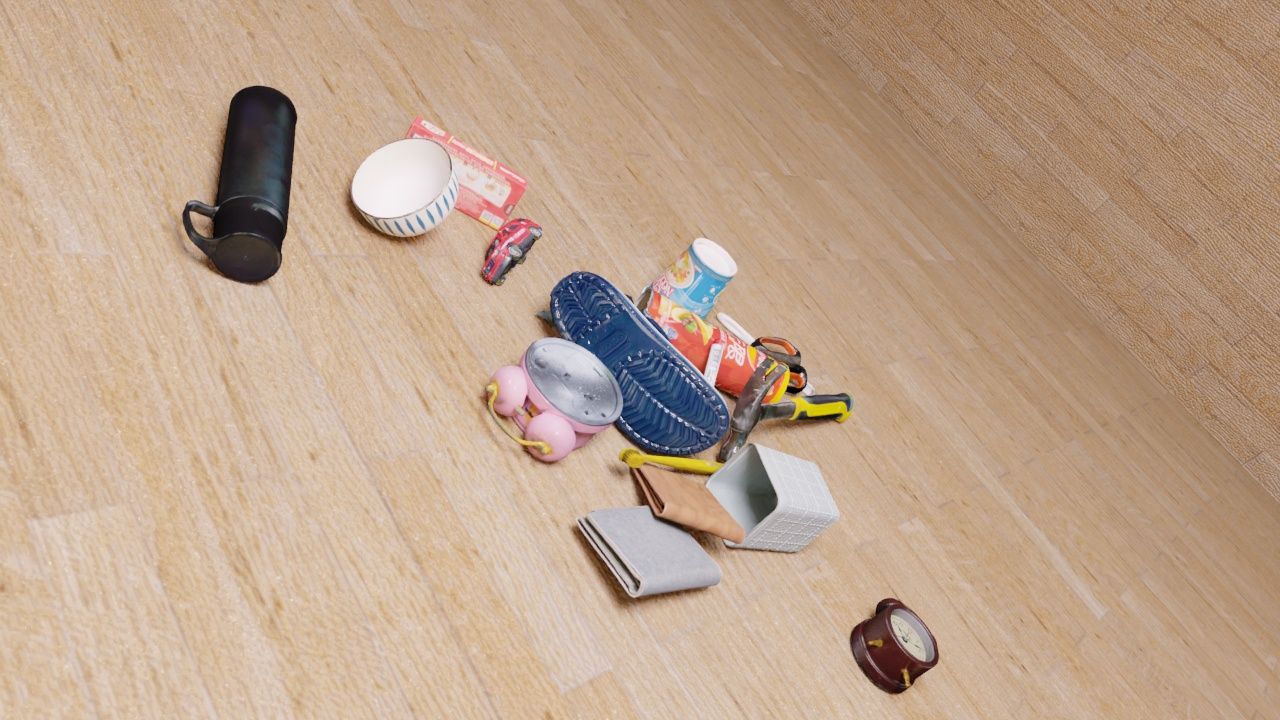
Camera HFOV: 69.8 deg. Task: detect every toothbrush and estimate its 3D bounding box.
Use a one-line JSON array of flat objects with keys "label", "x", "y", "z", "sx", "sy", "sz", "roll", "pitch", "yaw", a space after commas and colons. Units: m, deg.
[{"label": "toothbrush", "x": 0.181, "y": -0.010, "z": 1.319, "sx": 0.180, "sy": 0.016, "sz": 0.016, "roll": 40, "pitch": 25, "yaw": -1}, {"label": "toothbrush", "x": 0.044, "y": 0.114, "z": 0.997, "sx": 0.189, "sy": 0.016, "sz": 0.016, "roll": 15, "pitch": 17, "yaw": -49}]

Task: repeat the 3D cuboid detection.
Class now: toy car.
[{"label": "toy car", "x": -0.157, "y": -0.133, "z": 1.095, "sx": 0.045, "sy": 0.053, "sz": 0.120, "roll": 34, "pitch": 30, "yaw": -6}]

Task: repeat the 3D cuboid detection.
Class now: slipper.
[{"label": "slipper", "x": -0.006, "y": 0.006, "z": 1.042, "sx": 0.253, "sy": 0.105, "sz": 0.095, "roll": 47, "pitch": 11, "yaw": 6}]

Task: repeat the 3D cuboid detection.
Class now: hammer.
[{"label": "hammer", "x": 0.204, "y": 0.060, "z": 1.180, "sx": 0.032, "sy": 0.126, "sz": 0.322, "roll": 25, "pitch": 14, "yaw": 32}]

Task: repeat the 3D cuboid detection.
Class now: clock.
[{"label": "clock", "x": -0.092, "y": 0.043, "z": 0.938, "sx": 0.117, "sy": 0.060, "sz": 0.158, "roll": 48, "pitch": 31, "yaw": 11}, {"label": "clock", "x": 0.280, "y": 0.305, "z": 0.996, "sx": 0.082, "sy": 0.055, "sz": 0.121, "roll": 48, "pitch": 31, "yaw": 13}]

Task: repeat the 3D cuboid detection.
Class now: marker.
[{"label": "marker", "x": 0.079, "y": 0.037, "z": 1.098, "sx": 0.017, "sy": 0.017, "sz": 0.145, "roll": 27, "pitch": 60, "yaw": -19}]

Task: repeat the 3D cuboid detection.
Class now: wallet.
[{"label": "wallet", "x": 0.046, "y": 0.144, "z": 0.956, "sx": 0.101, "sy": 0.020, "sz": 0.115, "roll": 24, "pitch": 12, "yaw": -26}, {"label": "wallet", "x": 0.007, "y": 0.182, "z": 0.882, "sx": 0.129, "sy": 0.037, "sz": 0.106, "roll": 9, "pitch": 30, "yaw": -52}]

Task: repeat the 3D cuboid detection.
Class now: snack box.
[{"label": "snack box", "x": -0.221, "y": -0.226, "z": 1.119, "sx": 0.153, "sy": 0.075, "sz": 0.025, "roll": 28, "pitch": 35, "yaw": -18}]

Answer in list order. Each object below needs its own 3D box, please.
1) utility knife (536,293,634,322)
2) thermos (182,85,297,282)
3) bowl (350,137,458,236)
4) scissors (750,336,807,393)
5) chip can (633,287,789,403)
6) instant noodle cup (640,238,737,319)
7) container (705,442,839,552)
[{"label": "utility knife", "x": -0.065, "y": -0.063, "z": 1.135, "sx": 0.033, "sy": 0.015, "sz": 0.176, "roll": 47, "pitch": 34, "yaw": 22}, {"label": "thermos", "x": -0.389, "y": -0.183, "z": 0.901, "sx": 0.090, "sy": 0.069, "sz": 0.242, "roll": 22, "pitch": 36, "yaw": -34}, {"label": "bowl", "x": -0.255, "y": -0.183, "z": 1.022, "sx": 0.066, "sy": 0.116, "sz": 0.116, "roll": 72, "pitch": -8, "yaw": -58}, {"label": "scissors", "x": 0.139, "y": 0.002, "z": 1.249, "sx": 0.234, "sy": 0.022, "sz": 0.139, "roll": -10, "pitch": 63, "yaw": -40}, {"label": "chip can", "x": 0.086, "y": -0.013, "z": 1.172, "sx": 0.216, "sy": 0.073, "sz": 0.073, "roll": 30, "pitch": 34, "yaw": -15}, {"label": "instant noodle cup", "x": 0.071, "y": -0.102, "z": 1.232, "sx": 0.099, "sy": 0.110, "sz": 0.099, "roll": 26, "pitch": 34, "yaw": -19}, {"label": "container", "x": 0.149, "y": 0.156, "z": 1.017, "sx": 0.111, "sy": 0.090, "sz": 0.089, "roll": 16, "pitch": 39, "yaw": -37}]
